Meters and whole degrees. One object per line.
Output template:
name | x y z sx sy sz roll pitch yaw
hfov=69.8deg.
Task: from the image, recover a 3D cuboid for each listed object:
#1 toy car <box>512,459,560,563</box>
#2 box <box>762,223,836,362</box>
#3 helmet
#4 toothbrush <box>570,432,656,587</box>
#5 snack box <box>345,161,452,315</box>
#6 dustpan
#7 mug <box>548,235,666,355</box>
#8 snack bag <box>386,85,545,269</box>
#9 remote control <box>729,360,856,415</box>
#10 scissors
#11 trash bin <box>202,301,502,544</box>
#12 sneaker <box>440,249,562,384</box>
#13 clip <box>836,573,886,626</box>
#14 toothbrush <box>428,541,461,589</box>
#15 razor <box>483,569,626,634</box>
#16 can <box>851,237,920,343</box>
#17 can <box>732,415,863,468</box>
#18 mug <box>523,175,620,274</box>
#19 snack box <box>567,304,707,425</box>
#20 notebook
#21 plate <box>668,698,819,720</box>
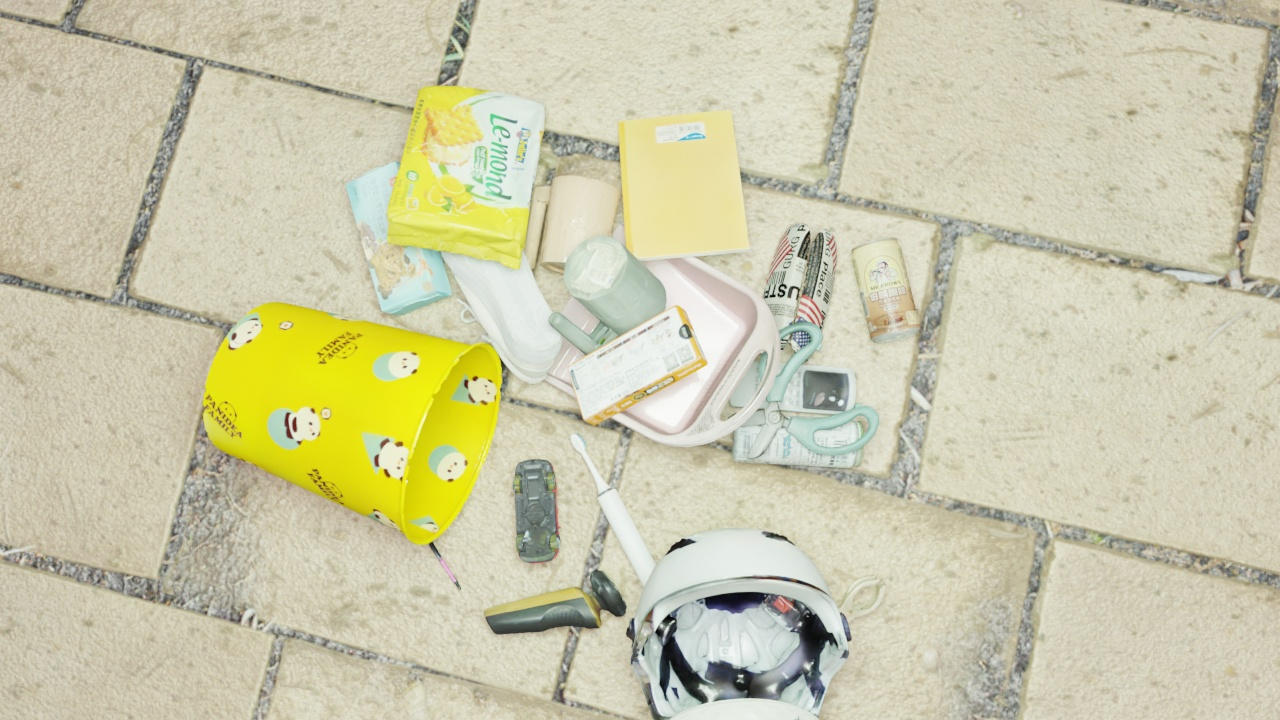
toy car | -0.121 0.177 1.079 0.053 0.045 0.120 -4 78 4
box | 0.198 -0.078 1.093 0.087 0.076 0.163 17 81 -17
helmet | 0.100 0.266 0.982 0.229 0.145 0.259 -5 126 2
toothbrush | -0.027 0.183 1.084 0.027 0.026 0.221 -32 82 20
snack box | -0.295 -0.148 1.118 0.074 0.051 0.174 -20 83 15
dustpan | 0.022 -0.028 1.052 0.273 0.139 0.222 30 86 5
mug | -0.041 -0.067 1.034 0.084 0.103 0.124 39 89 33
snack bag | -0.203 -0.223 1.092 0.158 0.068 0.246 8 61 -6
remote control | 0.181 0.033 1.095 0.150 0.021 0.058 4 83 4
scissors | 0.180 0.032 1.038 0.170 0.019 0.181 -4 83 6
trash bin | -0.318 0.056 1.023 0.255 0.229 0.229 17 84 10
sneaker | -0.170 -0.074 1.103 0.089 0.091 0.242 -20 60 -27
clip | 0.238 0.282 1.057 0.099 0.034 0.066 -41 84 6
toothbrush | -0.266 0.194 1.101 0.017 0.014 0.189 -34 83 -14
razor | -0.101 0.286 1.067 0.167 0.062 0.067 -12 52 7
can | 0.289 -0.082 1.085 0.058 0.058 0.116 -11 82 1
can | 0.182 0.093 1.068 0.147 0.058 0.058 3 83 3
mug | -0.090 -0.159 1.104 0.125 0.084 0.103 5 83 35
snack box | -0.006 0.006 1.031 0.154 0.026 0.075 -29 60 15
notebook | 0.049 -0.214 1.106 0.146 0.010 0.206 -6 65 3
plate | 0.107 0.417 0.979 0.205 0.205 0.045 -5 47 2
